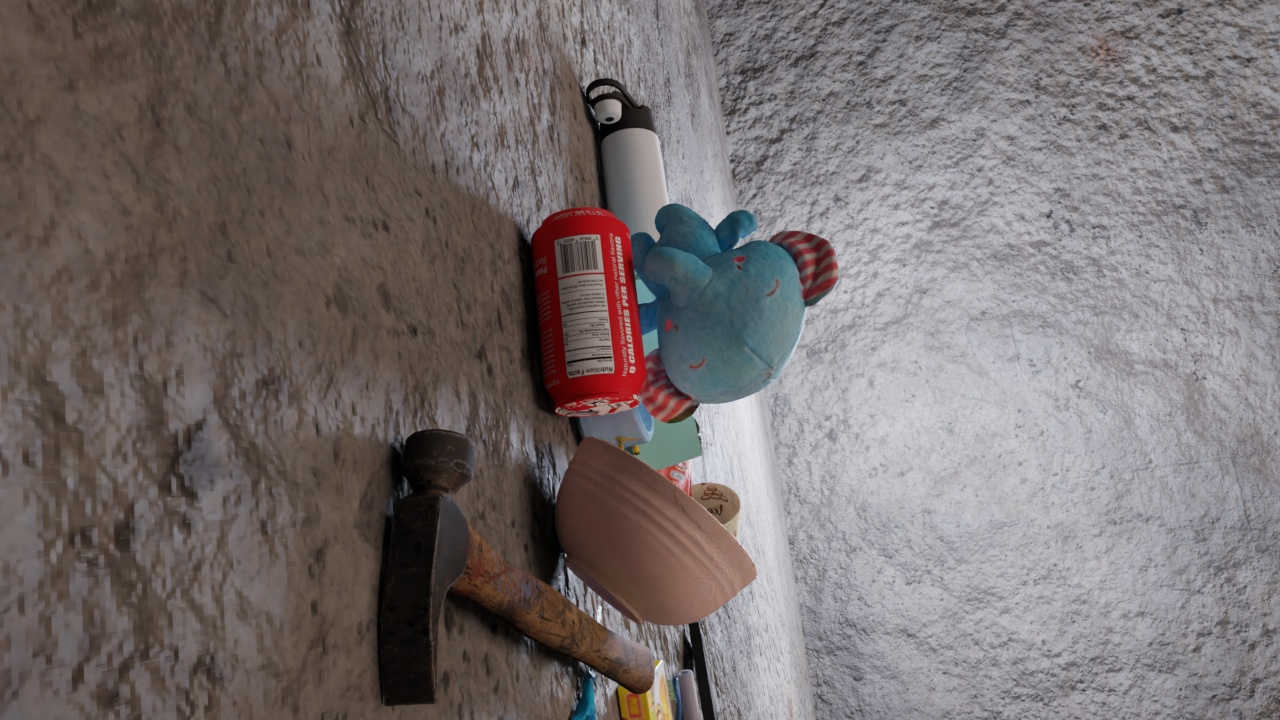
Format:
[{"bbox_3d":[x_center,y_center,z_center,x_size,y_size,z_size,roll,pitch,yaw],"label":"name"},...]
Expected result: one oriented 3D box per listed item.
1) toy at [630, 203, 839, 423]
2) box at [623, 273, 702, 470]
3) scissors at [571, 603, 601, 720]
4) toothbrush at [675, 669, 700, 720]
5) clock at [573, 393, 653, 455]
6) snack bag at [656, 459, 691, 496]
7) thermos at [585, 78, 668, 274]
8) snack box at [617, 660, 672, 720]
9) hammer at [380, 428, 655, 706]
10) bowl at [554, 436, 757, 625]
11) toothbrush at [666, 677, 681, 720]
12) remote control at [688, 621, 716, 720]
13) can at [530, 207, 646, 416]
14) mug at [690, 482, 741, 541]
[{"bbox_3d":[0.047,-0.055,0.695,0.180,0.184,0.114,54,15,28],"label":"toy"},{"bbox_3d":[-0.007,0.004,0.861,0.091,0.077,0.188,-133,-154,-66],"label":"box"},{"bbox_3d":[-0.037,0.202,0.638,0.129,0.014,0.117,-73,150,-65],"label":"scissors"},{"bbox_3d":[0.060,0.409,0.932,0.019,0.018,0.188,-19,100,-80],"label":"toothbrush"},{"bbox_3d":[-0.026,0.019,0.752,0.088,0.052,0.124,18,60,-77],"label":"clock"},{"bbox_3d":[0.031,0.115,0.990,0.087,0.044,0.154,40,42,-43],"label":"snack bag"},{"bbox_3d":[-0.010,-0.170,0.959,0.101,0.069,0.229,22,57,-61],"label":"thermos"},{"bbox_3d":[0.012,0.329,0.745,0.075,0.025,0.152,11,70,-78],"label":"snack box"},{"bbox_3d":[-0.050,0.159,0.531,0.330,0.033,0.119,57,30,-56],"label":"hammer"},{"bbox_3d":[-0.003,0.128,0.623,0.076,0.153,0.153,-50,148,-16],"label":"bowl"},{"bbox_3d":[0.035,0.366,0.861,0.021,0.016,0.132,21,63,-76],"label":"toothbrush"},{"bbox_3d":[0.069,0.353,0.985,0.133,0.013,0.058,-98,176,-50],"label":"remote control"},{"bbox_3d":[-0.038,-0.035,0.671,0.074,0.074,0.142,42,40,-72],"label":"can"},{"bbox_3d":[0.070,0.215,1.047,0.121,0.081,0.097,-50,140,-48],"label":"mug"}]
